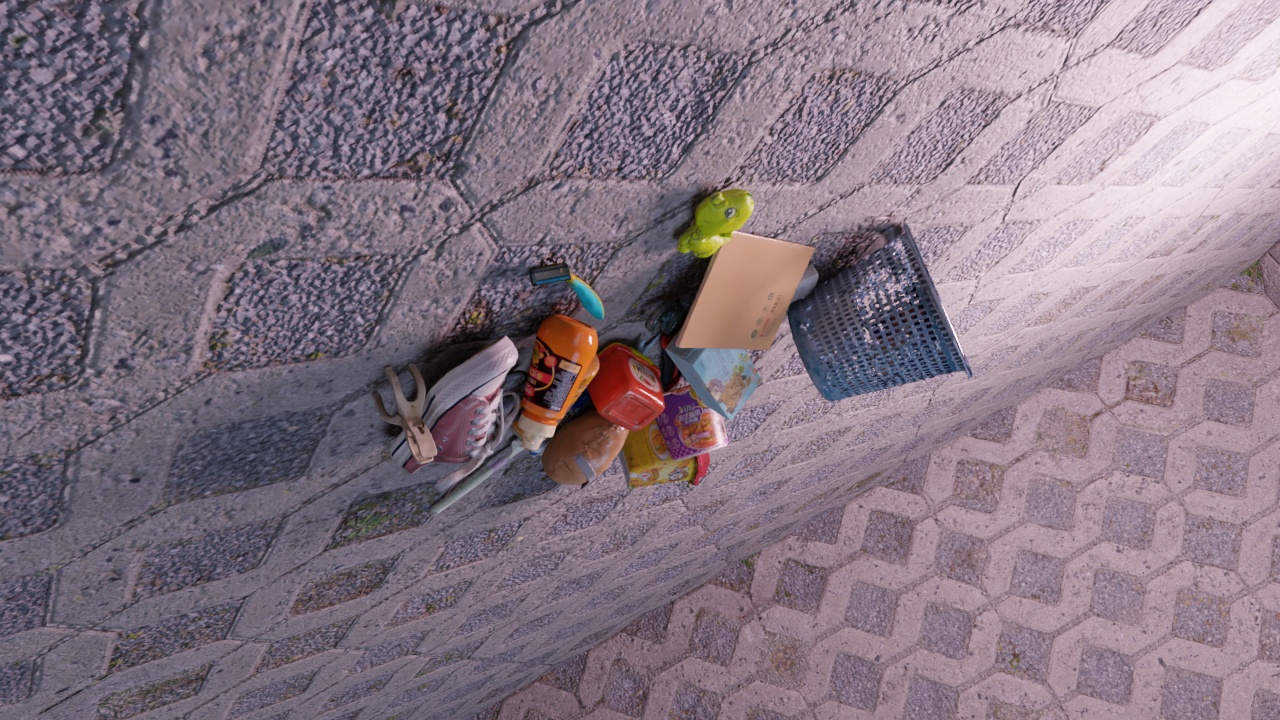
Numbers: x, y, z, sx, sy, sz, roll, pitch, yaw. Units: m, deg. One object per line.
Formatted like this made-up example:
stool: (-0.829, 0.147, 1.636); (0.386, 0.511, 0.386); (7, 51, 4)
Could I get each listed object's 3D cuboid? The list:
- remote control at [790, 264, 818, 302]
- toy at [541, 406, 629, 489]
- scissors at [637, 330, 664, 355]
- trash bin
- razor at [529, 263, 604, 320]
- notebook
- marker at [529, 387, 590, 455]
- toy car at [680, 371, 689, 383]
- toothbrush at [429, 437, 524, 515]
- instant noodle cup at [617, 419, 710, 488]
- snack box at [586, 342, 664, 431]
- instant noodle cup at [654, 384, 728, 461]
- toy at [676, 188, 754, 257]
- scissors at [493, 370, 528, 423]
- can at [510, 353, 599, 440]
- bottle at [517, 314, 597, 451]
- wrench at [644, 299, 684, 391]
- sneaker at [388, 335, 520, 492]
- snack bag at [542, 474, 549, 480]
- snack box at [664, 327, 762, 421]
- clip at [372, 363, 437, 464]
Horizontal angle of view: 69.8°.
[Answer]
remote control: (0.165, -0.081, 1.209); (0.150, 0.021, 0.058); (-25, 158, -11)
toy: (-0.058, 0.105, 1.250); (0.144, 0.082, 0.225); (-30, -178, 17)
scissors: (-0.006, 0.006, 1.194); (0.136, 0.017, 0.107); (-48, 161, 23)
trash bin: (0.317, -0.046, 1.257); (0.195, 0.226, 0.226); (-23, 161, 17)
razor: (-0.065, -0.070, 0.938); (0.043, 0.028, 0.132); (-12, 160, 18)
notebook: (0.131, -0.080, 1.109); (0.207, 0.008, 0.148); (0, 118, -52)
marker: (-0.109, 0.083, 1.230); (0.016, 0.017, 0.146); (-5, 148, -46)
toy car: (0.101, -0.006, 1.268); (0.105, 0.031, 0.049); (-36, 162, -14)
toothbrush: (-0.224, 0.160, 1.254); (0.190, 0.020, 0.029); (-38, 150, 21)
instant noodle cup: (0.031, 0.139, 1.413); (0.123, 0.116, 0.116); (-13, 156, -9)
snack box: (-0.020, 0.036, 1.125); (0.082, 0.080, 0.091); (-39, 134, 22)
instant noodle cup: (0.071, 0.087, 1.315); (0.111, 0.099, 0.111); (-16, 175, -2)
toy: (0.080, -0.144, 0.956); (0.100, 0.031, 0.096); (-36, 157, 27)
scissors: (-0.196, 0.060, 1.060); (0.176, 0.132, 0.014); (4, 153, 40)
can: (-0.104, 0.037, 1.081); (0.058, 0.058, 0.146); (-11, 151, -39)
bottle: (-0.096, 0.027, 0.986); (0.066, 0.067, 0.149); (8, 104, -57)
wrench: (0.038, -0.015, 1.193); (0.056, 0.016, 0.274); (-41, 161, -10)
sneaker: (-0.184, 0.064, 0.969); (0.242, 0.088, 0.118); (-44, 179, 40)
snack bag: (-0.105, 0.148, 1.363); (0.045, 0.026, 0.106); (-17, 157, -51)
snack box: (0.098, 0.006, 1.194); (0.074, 0.051, 0.175); (-51, 146, -9)
clip: (-0.239, 0.057, 0.927); (0.034, 0.102, 0.095); (-12, 177, -41)
